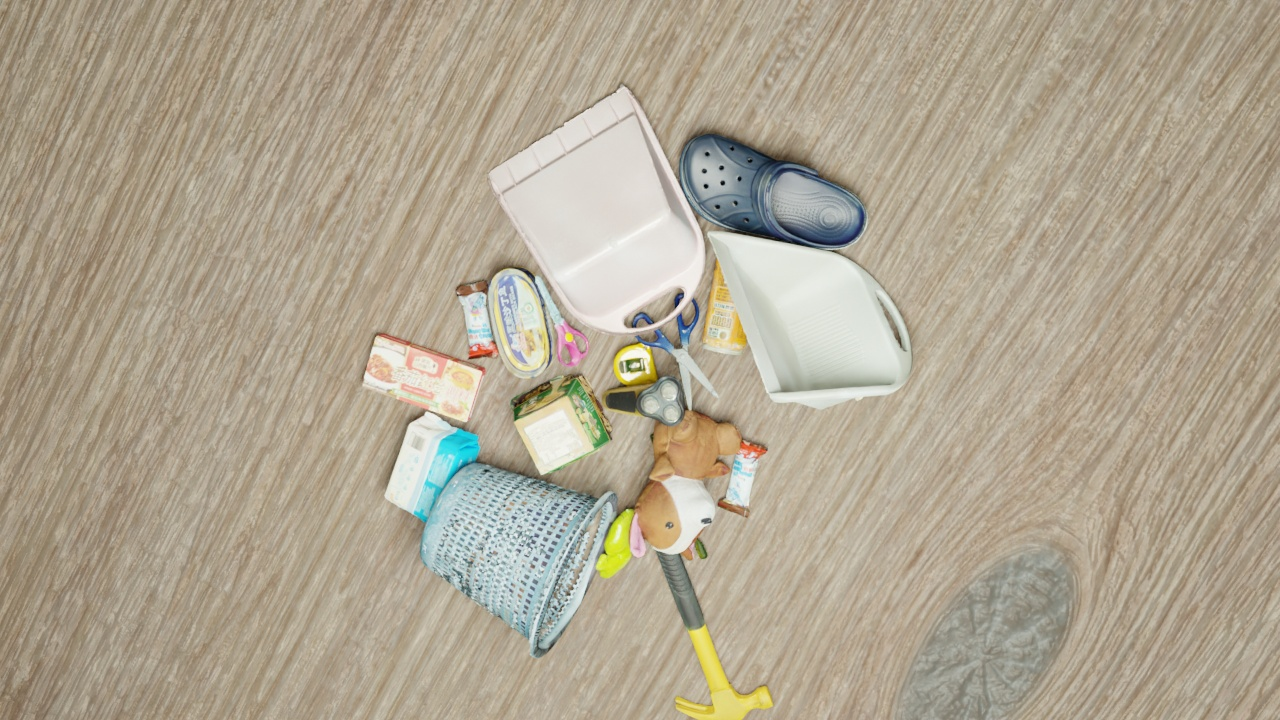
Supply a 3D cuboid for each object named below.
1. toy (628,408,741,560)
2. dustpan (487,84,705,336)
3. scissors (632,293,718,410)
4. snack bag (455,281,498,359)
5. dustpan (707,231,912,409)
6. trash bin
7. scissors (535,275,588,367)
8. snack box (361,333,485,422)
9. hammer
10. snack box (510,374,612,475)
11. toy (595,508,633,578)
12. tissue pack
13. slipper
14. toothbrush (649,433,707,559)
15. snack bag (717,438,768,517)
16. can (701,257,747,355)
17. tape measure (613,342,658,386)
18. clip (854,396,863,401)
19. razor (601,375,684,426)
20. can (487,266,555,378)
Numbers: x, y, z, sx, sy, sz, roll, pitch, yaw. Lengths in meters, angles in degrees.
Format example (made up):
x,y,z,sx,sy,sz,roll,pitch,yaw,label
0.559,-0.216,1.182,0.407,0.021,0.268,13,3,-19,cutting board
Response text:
x,y,z,sx,sy,sz,roll,pitch,yaw,label
0.057,0.164,1.184,0.140,0.130,0.199,19,94,-36,toy
-0.045,-0.174,1.193,0.223,0.139,0.273,-27,63,11,dustpan
0.044,-0.013,1.180,0.155,0.012,0.166,6,66,23,scissors
-0.217,-0.051,1.225,0.045,0.026,0.105,-8,95,14,snack bag
0.223,-0.053,1.100,0.143,0.257,0.222,-26,65,19,dustpan
-0.163,0.234,1.182,0.195,0.226,0.227,24,98,13,trash bin
-0.107,-0.053,1.198,0.054,0.017,0.133,-41,119,-31,scissors
-0.292,0.023,1.240,0.153,0.025,0.075,19,99,1,snack box
0.075,0.364,1.262,0.129,0.033,0.301,-20,96,4,hammer
-0.109,0.088,1.198,0.117,0.105,0.118,-27,94,7,snack box
-0.025,0.244,1.233,0.031,0.096,0.100,30,129,31,toy
-0.276,0.148,1.229,0.090,0.063,0.140,24,98,21,tissue pack
0.165,-0.203,1.151,0.253,0.095,0.105,21,96,-3,slipper
0.052,0.184,1.249,0.012,0.017,0.186,-22,94,8,toothbrush
0.137,0.157,1.234,0.048,0.026,0.104,19,98,13,snack bag
0.119,-0.083,1.185,0.058,0.058,0.146,10,98,2,can
-0.007,0.007,1.220,0.057,0.029,0.060,-13,96,5,tape measure
0.272,0.010,1.187,0.035,0.094,0.102,-33,106,7,clip
-0.003,0.051,1.168,0.067,0.168,0.062,-9,93,-29,razor
-0.157,-0.050,1.210,0.074,0.049,0.148,-11,97,5,can
